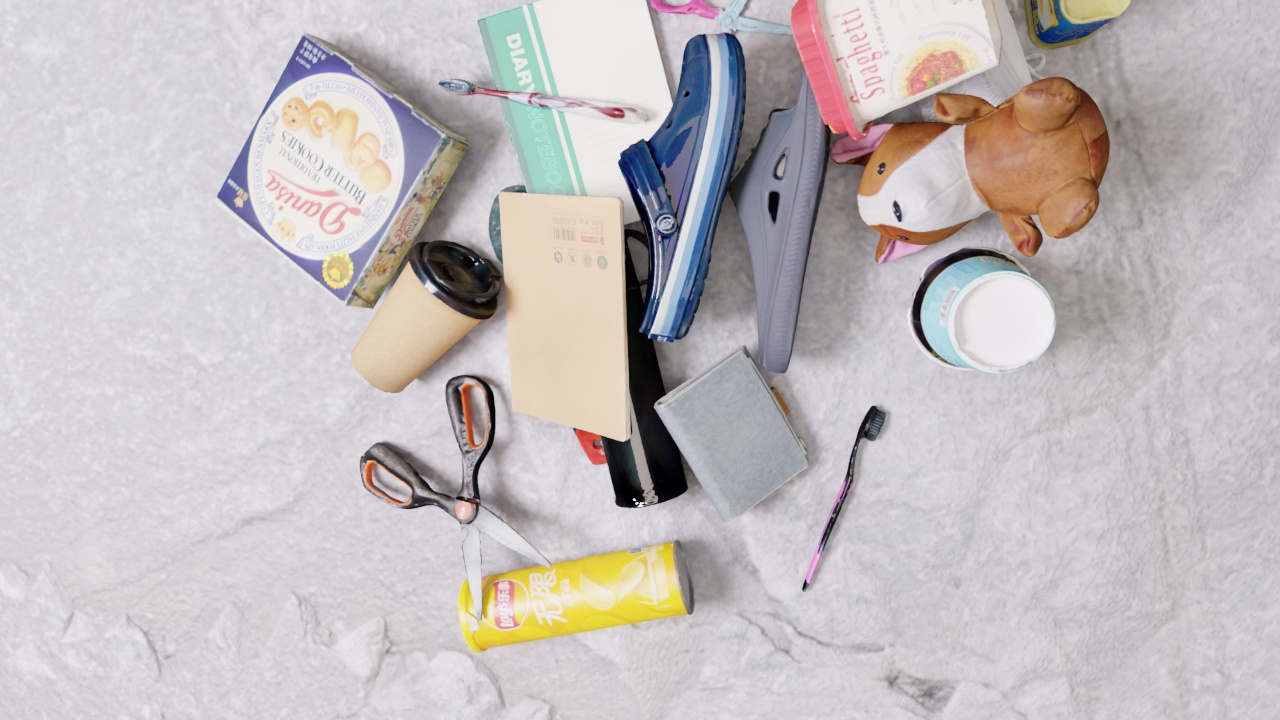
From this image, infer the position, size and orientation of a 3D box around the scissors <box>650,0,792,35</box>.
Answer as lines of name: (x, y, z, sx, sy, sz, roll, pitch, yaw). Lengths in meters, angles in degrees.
scissors: (0.068, -0.296, 0.796, 0.135, 0.017, 0.133, 35, 97, 4)

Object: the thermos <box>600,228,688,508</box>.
thermos: (-0.005, 0.005, 0.826, 0.090, 0.068, 0.242, -13, 96, -7)

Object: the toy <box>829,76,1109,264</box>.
toy: (0.246, -0.138, 0.703, 0.200, 0.130, 0.140, -1, 115, 48)

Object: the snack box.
snack box: (-0.272, -0.169, 0.829, 0.178, 0.045, 0.183, 37, 102, 16)

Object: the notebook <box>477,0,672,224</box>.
notebook: (-0.046, -0.221, 0.818, 0.150, 0.012, 0.209, -15, 97, 5)

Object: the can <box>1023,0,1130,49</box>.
can: (0.340, -0.305, 0.719, 0.057, 0.083, 0.102, -10, 97, 10)

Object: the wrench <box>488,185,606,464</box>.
wrench: (-0.082, -0.030, 0.857, 0.056, 0.016, 0.273, -18, 95, 11)

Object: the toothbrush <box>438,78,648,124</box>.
toothbrush: (-0.085, -0.228, 0.803, 0.187, 0.017, 0.016, 10, 99, 3)

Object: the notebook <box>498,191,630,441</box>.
notebook: (-0.068, -0.041, 0.806, 0.148, 0.008, 0.208, 11, 110, 39)

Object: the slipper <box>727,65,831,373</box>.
slipper: (0.108, -0.123, 0.770, 0.083, 0.110, 0.268, 8, 102, 10)

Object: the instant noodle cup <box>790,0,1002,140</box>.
instant noodle cup: (0.188, -0.238, 0.665, 0.124, 0.116, 0.116, -12, 118, 30)

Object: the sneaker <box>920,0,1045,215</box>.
sneaker: (0.276, -0.235, 0.748, 0.090, 0.090, 0.242, -9, 119, 42)

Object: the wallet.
wallet: (0.085, 0.064, 0.822, 0.106, 0.037, 0.130, -34, 105, -11)

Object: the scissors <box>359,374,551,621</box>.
scissors: (-0.174, 0.120, 0.861, 0.221, 0.021, 0.232, 10, 86, 21)

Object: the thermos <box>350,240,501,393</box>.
thermos: (-0.199, -0.039, 0.840, 0.093, 0.093, 0.143, 44, 110, 0)

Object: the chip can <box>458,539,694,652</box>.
chip can: (-0.060, 0.221, 0.864, 0.213, 0.072, 0.072, -13, 96, 9)

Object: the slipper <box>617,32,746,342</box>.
slipper: (0.025, -0.143, 0.763, 0.095, 0.105, 0.253, 10, 96, -6)

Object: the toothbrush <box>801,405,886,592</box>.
toothbrush: (0.185, 0.130, 0.843, 0.018, 0.014, 0.189, 17, 101, -7)

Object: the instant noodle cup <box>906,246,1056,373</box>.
instant noodle cup: (0.283, -0.036, 0.748, 0.111, 0.120, 0.111, 1, 99, 8)
